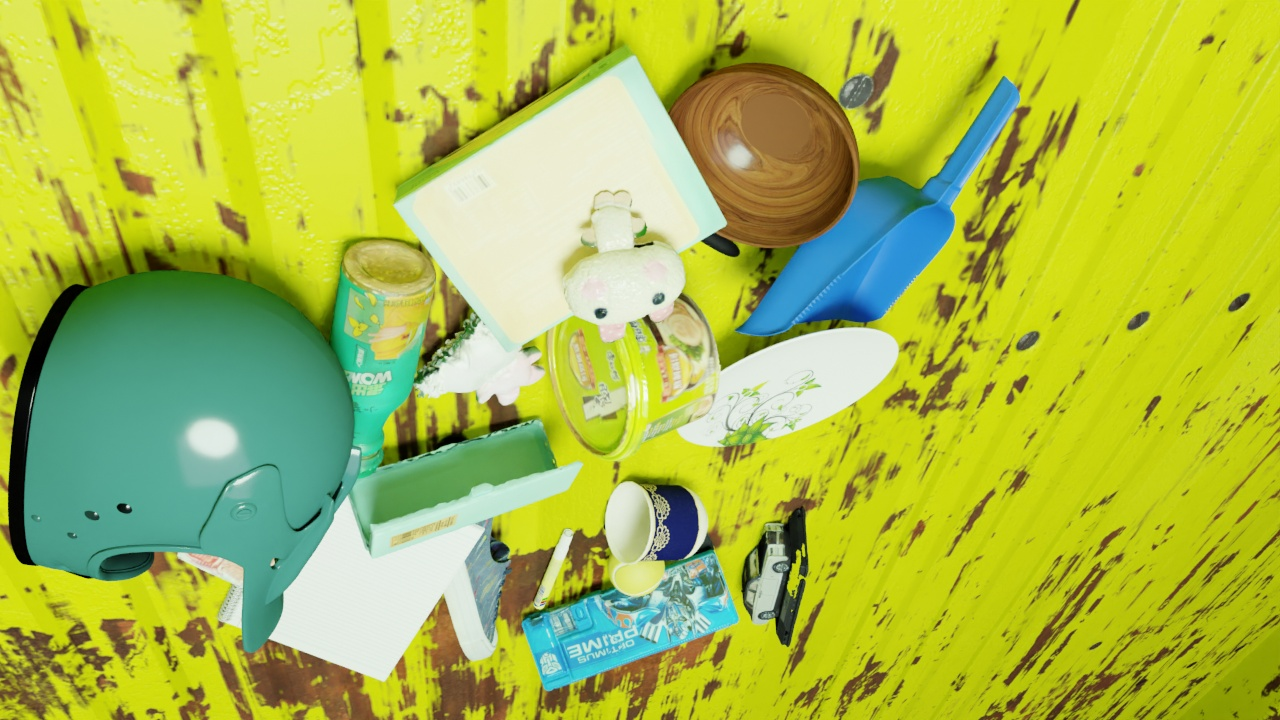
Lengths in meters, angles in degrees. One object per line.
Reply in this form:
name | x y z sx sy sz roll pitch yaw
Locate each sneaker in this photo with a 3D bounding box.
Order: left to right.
sneaker | -0.168 0.228 0.950 0.079 0.087 0.236 -20 135 -16

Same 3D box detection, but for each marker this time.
marker | -0.099 0.238 1.041 0.014 0.014 0.133 1 132 -27
marker | 0.040 -0.113 0.755 0.133 0.018 0.015 24 98 -41

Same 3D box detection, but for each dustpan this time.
dustpan | 0.213 -0.121 0.760 0.245 0.059 0.258 -9 133 -58

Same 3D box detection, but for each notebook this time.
notebook | -0.280 0.203 0.866 0.178 0.013 0.246 27 119 -14

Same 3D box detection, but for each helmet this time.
helmet | -0.302 0.072 0.642 0.200 0.176 0.275 13 120 -19

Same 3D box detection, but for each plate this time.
plate | 0.141 0.020 0.911 0.229 0.030 0.230 -14 153 -8

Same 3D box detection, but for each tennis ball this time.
tennis ball | -0.005 0.236 1.047 0.065 0.065 0.065 -14 137 -14

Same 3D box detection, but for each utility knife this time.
utility knife | 0.073 0.221 1.105 0.029 0.020 0.173 -24 139 -3

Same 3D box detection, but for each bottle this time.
bottle | -0.211 0.008 0.716 0.068 0.068 0.210 1 132 -27

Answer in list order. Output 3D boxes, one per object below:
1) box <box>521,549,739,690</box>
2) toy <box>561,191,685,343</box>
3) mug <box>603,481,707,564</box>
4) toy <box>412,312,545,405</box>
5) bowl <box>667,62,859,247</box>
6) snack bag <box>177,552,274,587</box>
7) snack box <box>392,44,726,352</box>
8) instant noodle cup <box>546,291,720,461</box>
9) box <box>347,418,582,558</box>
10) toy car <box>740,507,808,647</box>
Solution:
box | -0.011 0.310 1.126 0.243 0.094 0.115 -20 178 1
toy | -0.012 -0.058 0.647 0.087 0.050 0.112 -12 129 -4
mug | 0.015 0.177 0.997 0.089 0.085 0.112 7 164 -34
toy | -0.130 0.003 0.773 0.096 0.041 0.109 -39 143 15
bowl | 0.094 -0.162 0.682 0.147 0.068 0.147 16 140 14
snack bag | -0.340 0.144 0.797 0.077 0.036 0.116 34 115 -21
snack box | -0.055 -0.110 0.658 0.194 0.044 0.141 -30 121 8
instant noodle cup | -0.005 0.004 0.766 0.097 0.146 0.146 -13 138 -30
box | -0.148 0.104 0.787 0.187 0.077 0.093 -15 172 -27
toy car | 0.168 0.279 1.175 0.071 0.094 0.192 3 135 -1
